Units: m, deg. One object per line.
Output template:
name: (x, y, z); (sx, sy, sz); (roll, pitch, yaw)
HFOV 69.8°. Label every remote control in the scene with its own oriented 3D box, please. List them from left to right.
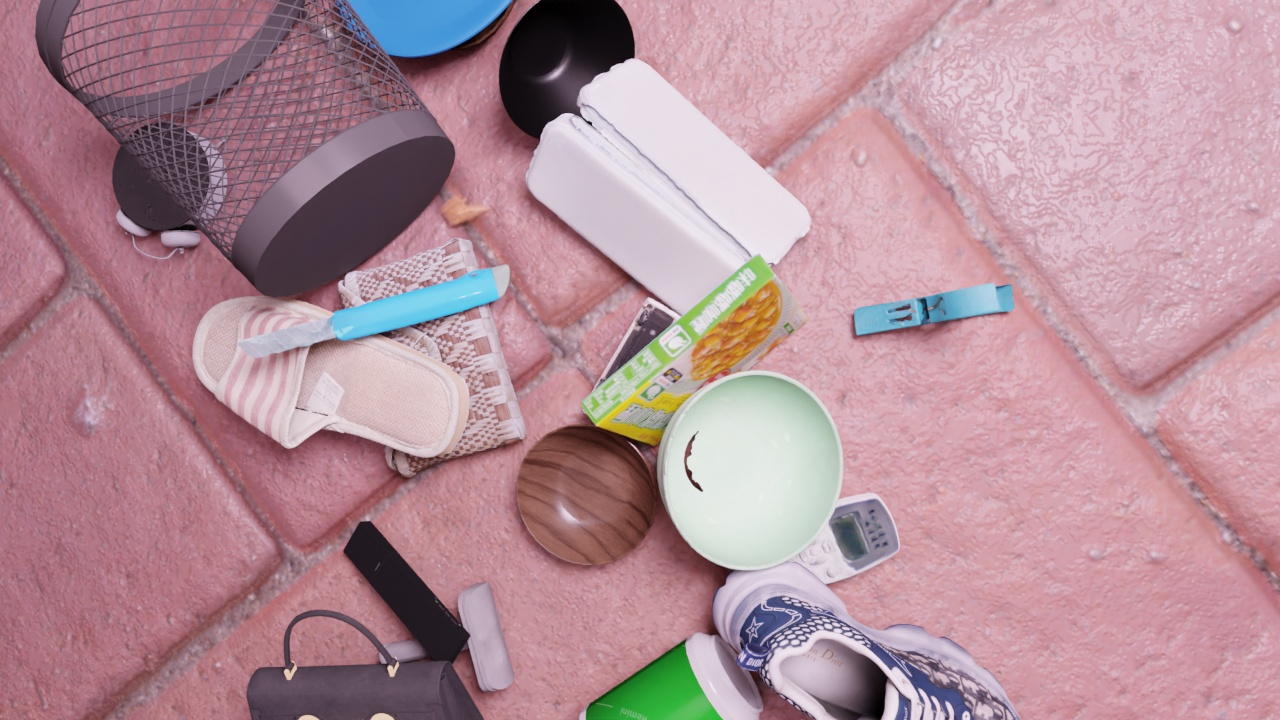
remote control: (-0.202, 0.198, 0.786); (0.150, 0.013, 0.034); (39, 105, 27)
remote control: (0.150, 0.149, 0.745); (0.114, 0.028, 0.060); (-21, 89, 9)

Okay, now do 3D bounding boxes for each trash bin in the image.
trash bin: (-0.291, -0.196, 0.715); (0.218, 0.217, 0.227); (-40, 88, 8)

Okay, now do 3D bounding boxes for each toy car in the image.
toy car: (-0.005, 0.004, 0.759); (0.039, 0.039, 0.113); (32, 101, 6)

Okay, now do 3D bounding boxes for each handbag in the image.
handbag: (-0.231, 0.280, 0.752); (0.176, 0.072, 0.196); (-5, 116, 9)
handbag: (-0.180, -0.002, 0.786); (0.124, 0.047, 0.186); (-17, 89, 8)

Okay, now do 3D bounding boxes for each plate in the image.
plate: (-0.162, -0.355, 0.762); (0.225, 0.024, 0.224); (-4, 80, 25)

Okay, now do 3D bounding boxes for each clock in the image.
clock: (-0.425, -0.152, 0.828); (0.094, 0.035, 0.122); (19, 96, 8)

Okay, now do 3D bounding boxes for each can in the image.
can: (0.022, 0.289, 0.741); (0.140, 0.087, 0.088); (-36, 86, 9)

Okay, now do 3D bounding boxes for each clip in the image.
clip: (0.243, -0.043, 0.715); (0.120, 0.122, 0.033); (-12, 91, -27)

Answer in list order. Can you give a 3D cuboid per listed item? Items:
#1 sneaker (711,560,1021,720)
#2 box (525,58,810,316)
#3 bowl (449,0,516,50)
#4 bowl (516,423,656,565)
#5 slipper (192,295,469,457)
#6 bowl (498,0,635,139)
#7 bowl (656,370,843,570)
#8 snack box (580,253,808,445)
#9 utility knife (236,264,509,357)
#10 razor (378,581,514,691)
sneaker: (0.178, 0.252, 0.678); (0.269, 0.132, 0.103); (31, 99, -5)
box: (0.021, -0.128, 0.749); (0.210, 0.105, 0.128); (44, 54, 3)
bowl: (-0.139, -0.312, 0.775); (0.102, 0.026, 0.114); (22, 91, 25)
bowl: (-0.042, 0.109, 0.771); (0.119, 0.032, 0.119); (1, 97, 12)
slipper: (-0.268, 0.018, 0.761); (0.263, 0.052, 0.115); (15, 98, 15)
bowl: (-0.070, -0.247, 0.744); (0.124, 0.124, 0.052); (-50, 51, 7)
bowl: (0.075, 0.082, 0.719); (0.150, 0.077, 0.151); (-1, 92, -19)
snack box: (0.047, -0.001, 0.705); (0.168, 0.132, 0.027); (-40, 69, 9)
utility knife: (-0.209, -0.038, 0.738); (0.220, 0.015, 0.031); (-16, 88, -18)
razor: (-0.175, 0.248, 0.798); (0.116, 0.047, 0.088); (-16, 89, 17)
